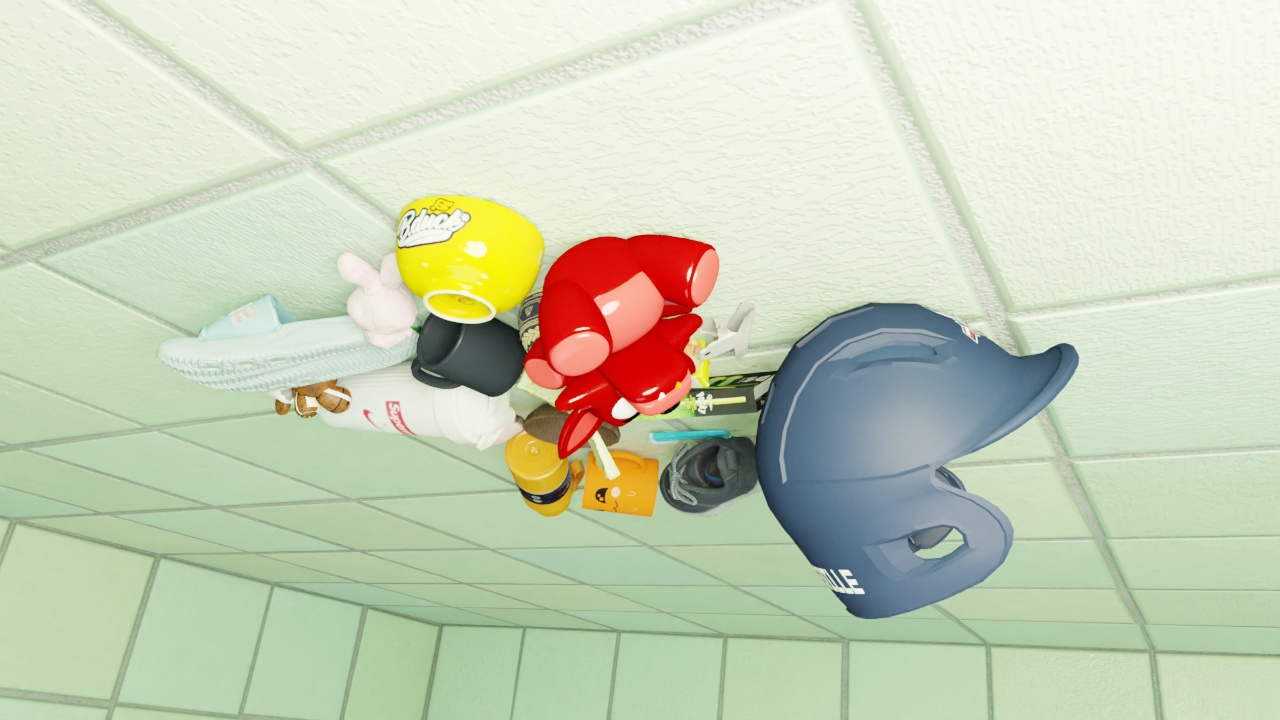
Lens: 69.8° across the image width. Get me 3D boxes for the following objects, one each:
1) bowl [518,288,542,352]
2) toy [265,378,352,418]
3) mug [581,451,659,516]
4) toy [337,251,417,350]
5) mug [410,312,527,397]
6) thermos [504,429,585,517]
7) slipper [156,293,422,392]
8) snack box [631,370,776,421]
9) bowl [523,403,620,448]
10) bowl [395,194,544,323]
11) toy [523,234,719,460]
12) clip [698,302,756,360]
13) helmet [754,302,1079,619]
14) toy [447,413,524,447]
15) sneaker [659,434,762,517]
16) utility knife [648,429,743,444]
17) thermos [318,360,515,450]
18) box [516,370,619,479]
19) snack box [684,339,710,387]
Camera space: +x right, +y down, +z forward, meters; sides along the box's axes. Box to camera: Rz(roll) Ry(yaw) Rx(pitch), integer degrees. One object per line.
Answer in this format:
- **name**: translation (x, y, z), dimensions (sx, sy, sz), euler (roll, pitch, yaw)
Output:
- **bowl**: translation (-0.059, -0.015, 0.842), dimensions (0.112, 0.061, 0.112), euler (6, 157, 2)
- **toy**: translation (-0.363, 0.019, 0.979), dimensions (0.113, 0.087, 0.067), euler (-4, 173, 39)
- **mug**: translation (-0.025, 0.156, 1.231), dimensions (0.096, 0.077, 0.113), euler (7, 138, -2)
- **toy**: translation (-0.229, -0.057, 0.812), dimensions (0.063, 0.047, 0.110), euler (10, 143, 0)
- **mug**: translation (-0.171, -0.004, 0.874), dimensions (0.105, 0.071, 0.077), euler (-31, 140, 29)
- **thermos**: translation (-0.125, 0.159, 1.252), dimensions (0.091, 0.076, 0.233), euler (3, 157, 1)
- **slipper**: translation (-0.336, -0.022, 0.895), dimensions (0.245, 0.074, 0.104), euler (-9, 159, -4)
- **snack box**: translation (0.059, 0.036, 0.928), dimensions (0.148, 0.025, 0.080), euler (-6, -172, 27)
- **bowl**: translation (-0.080, 0.073, 1.096), dimensions (0.118, 0.030, 0.118), euler (6, 157, 2)
- **bowl**: translation (-0.138, -0.071, 0.725), dimensions (0.117, 0.067, 0.117), euler (6, 157, 2)
- **toy**: translation (-0.013, -0.008, 0.741), dimensions (0.120, 0.158, 0.197), euler (42, 156, 31)
- **clip**: translation (0.074, -0.026, 0.841), dimensions (0.054, 0.040, 0.102), euler (-12, 156, -4)
- **helmet**: translation (0.223, 0.054, 0.753), dimensions (0.272, 0.223, 0.232), euler (-29, 174, 10)
- **toy**: translation (-0.201, 0.080, 1.113), dimensions (0.099, 0.052, 0.096), euler (17, 148, -29)
- **sneaker**: translation (0.072, 0.143, 1.125), dimensions (0.087, 0.089, 0.236), euler (0, 162, -29)
- **utility knife**: translation (0.067, 0.092, 1.124), dimensions (0.124, 0.015, 0.022), euler (-5, 167, 20)
- **thermos**: translation (-0.240, 0.042, 0.993), dimensions (0.221, 0.099, 0.099), euler (-1, 157, 26)
- **box**: translation (-0.068, 0.059, 0.929), dimensions (0.141, 0.047, 0.188), euler (48, 174, 0)
- **snack box**: translation (-0.005, 0.005, 0.905), dimensions (0.148, 0.040, 0.029), euler (-2, 155, 19)
